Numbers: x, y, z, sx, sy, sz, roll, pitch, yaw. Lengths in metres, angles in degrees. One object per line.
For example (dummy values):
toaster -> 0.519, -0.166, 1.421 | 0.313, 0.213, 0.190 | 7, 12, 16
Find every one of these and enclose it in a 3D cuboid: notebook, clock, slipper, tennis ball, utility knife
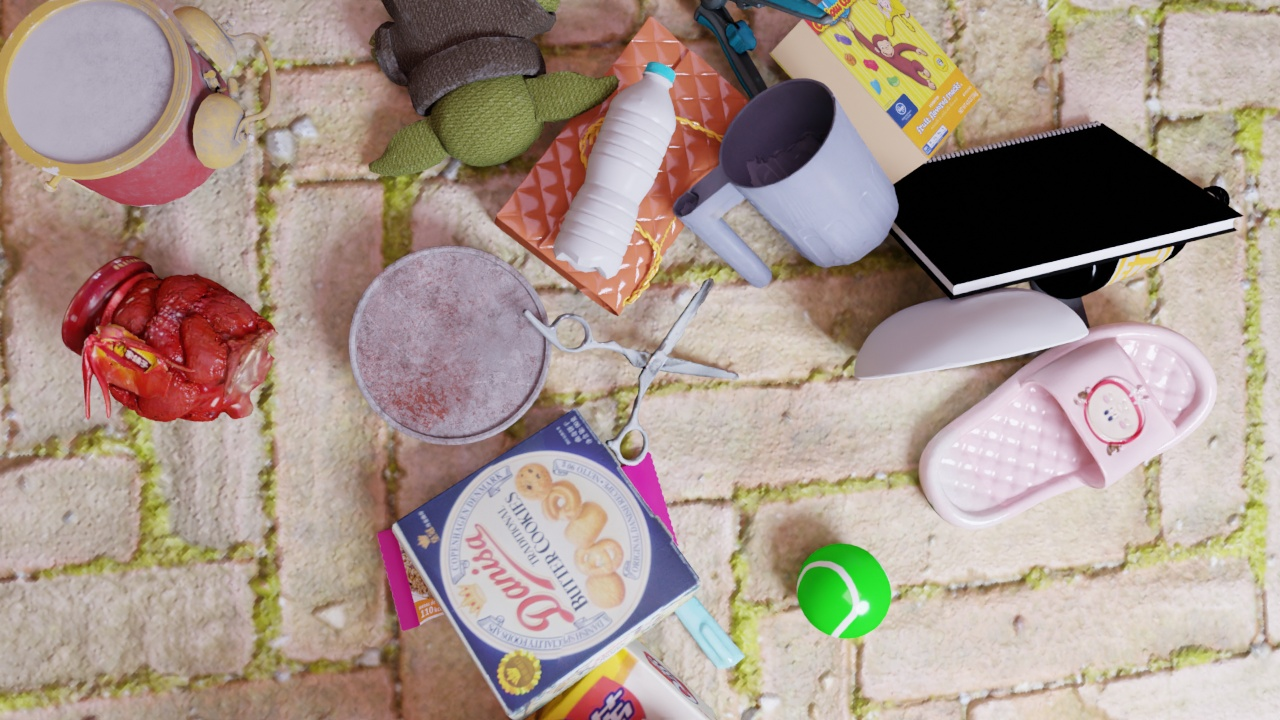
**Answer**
notebook -> 0.273, -0.111, 0.638 | 0.206, 0.149, 0.016 | -14, 131, -8
clock -> -0.302, -0.160, 0.572 | 0.159, 0.081, 0.117 | -13, 81, 1
slipper -> 0.307, 0.048, 0.666 | 0.221, 0.055, 0.107 | -29, 90, 4
tennis ball -> 0.143, 0.162, 0.646 | 0.065, 0.065, 0.065 | 0, 89, -9
utility knife -> 0.017, 0.153, 0.652 | 0.022, 0.015, 0.165 | -38, 93, -12

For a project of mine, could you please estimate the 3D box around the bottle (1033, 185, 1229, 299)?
bottle -> 0.371, -0.098, 0.680 | 0.181, 0.059, 0.059 | -20, 93, -23

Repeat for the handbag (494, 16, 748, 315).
handbag -> -0.004, -0.131, 0.631 | 0.109, 0.060, 0.172 | 38, 85, -10

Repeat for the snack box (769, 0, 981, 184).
snack box -> 0.167, -0.202, 0.648 | 0.126, 0.040, 0.088 | 46, 60, -6

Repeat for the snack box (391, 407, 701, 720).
snack box -> -0.060, 0.129, 0.593 | 0.145, 0.043, 0.144 | -33, 71, -14

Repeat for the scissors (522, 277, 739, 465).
scissors -> -0.004, 0.001, 0.627 | 0.175, 0.014, 0.141 | 15, 92, -28

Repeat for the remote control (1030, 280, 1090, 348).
remote control -> 0.327, -0.024, 0.699 | 0.033, 0.015, 0.147 | -17, 92, -8

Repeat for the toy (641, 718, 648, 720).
toy -> -0.032, 0.276, 0.532 | 0.265, 0.187, 0.127 | -3, 51, -30

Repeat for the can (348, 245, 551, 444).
can -> -0.126, -0.010, 0.617 | 0.130, 0.044, 0.130 | 0, 90, -9

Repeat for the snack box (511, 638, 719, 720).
snack box -> -0.059, 0.298, 0.617 | 0.110, 0.062, 0.230 | 45, 84, -5

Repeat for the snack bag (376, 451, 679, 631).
snack bag -> -0.077, 0.123, 0.633 | 0.196, 0.016, 0.070 | -15, 81, -7

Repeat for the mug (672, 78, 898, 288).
mug -> 0.099, -0.110, 0.617 | 0.124, 0.083, 0.104 | -38, 136, 16

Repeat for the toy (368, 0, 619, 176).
toy -> -0.112, -0.205, 0.602 | 0.179, 0.078, 0.153 | -15, 97, 16

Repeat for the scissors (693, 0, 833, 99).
scissors -> 0.072, -0.235, 0.621 | 0.019, 0.125, 0.155 | -28, 101, -36

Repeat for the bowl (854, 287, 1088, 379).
bowl -> 0.215, -0.023, 0.615 | 0.149, 0.149, 0.043 | -12, 90, -9

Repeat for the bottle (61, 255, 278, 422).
bottle -> -0.290, -0.006, 0.568 | 0.111, 0.099, 0.099 | 30, 85, -3

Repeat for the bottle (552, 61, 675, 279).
bottle -> -0.012, -0.121, 0.576 | 0.044, 0.044, 0.136 | 22, 89, -8
